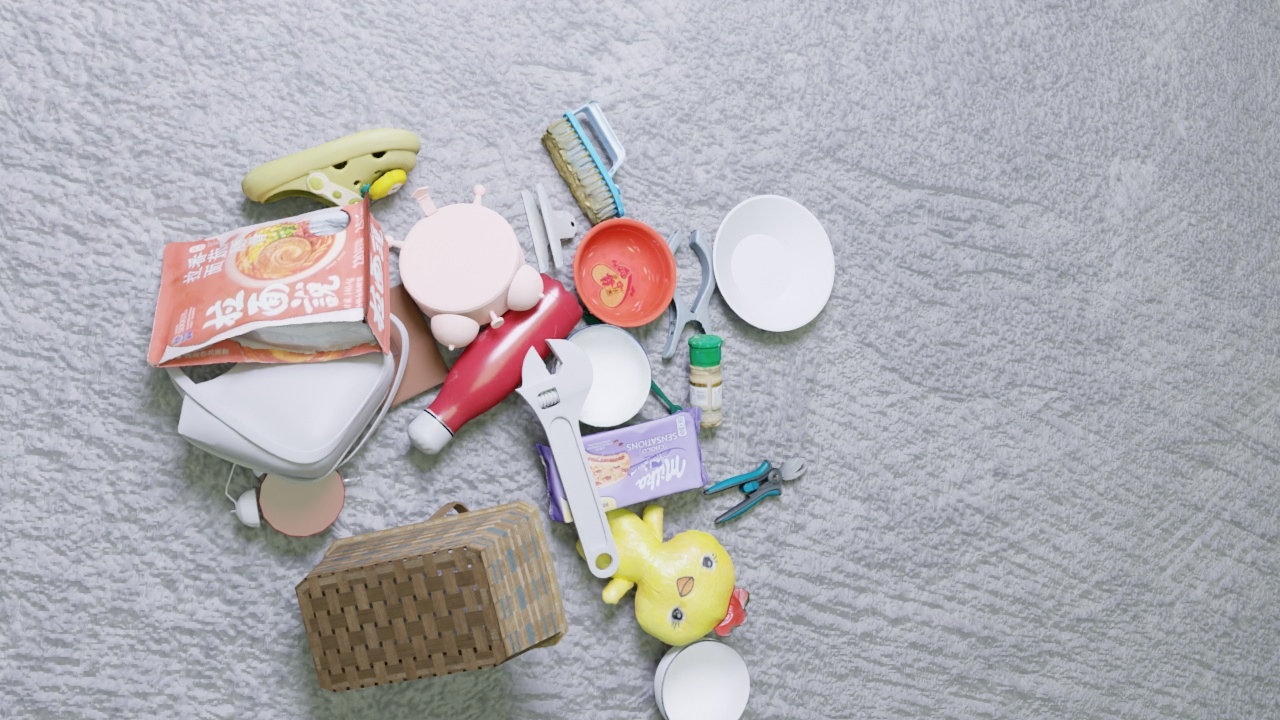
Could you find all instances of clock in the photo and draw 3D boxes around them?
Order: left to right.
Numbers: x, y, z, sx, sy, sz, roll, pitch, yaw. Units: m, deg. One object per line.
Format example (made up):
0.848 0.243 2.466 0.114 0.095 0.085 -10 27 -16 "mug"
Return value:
-0.361 0.136 0.950 0.124 0.044 0.087 19 79 -19 "clock"
-0.193 -0.105 0.992 0.131 0.086 0.160 -30 78 -7 "clock"

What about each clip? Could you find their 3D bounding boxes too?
-0.107 -0.157 1.085 0.057 0.054 0.102 -13 91 13 "clip"
0.045 -0.081 1.134 0.106 0.028 0.163 -5 87 -20 "clip"

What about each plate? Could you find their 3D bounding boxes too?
0.164 -0.122 1.176 0.173 0.036 0.174 2 85 -21 "plate"

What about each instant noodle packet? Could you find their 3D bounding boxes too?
-0.369 -0.072 0.916 0.221 0.084 0.164 -9 56 -4 "instant noodle packet"

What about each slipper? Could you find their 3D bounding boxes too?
-0.319 -0.190 0.972 0.190 0.092 0.081 -21 95 -18 "slipper"

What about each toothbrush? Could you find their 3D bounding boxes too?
-0.007 0.006 1.113 0.016 0.017 0.190 -42 99 -1 "toothbrush"

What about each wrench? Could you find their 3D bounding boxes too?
-0.066 0.109 1.017 0.086 0.018 0.273 -20 98 -16 "wrench"

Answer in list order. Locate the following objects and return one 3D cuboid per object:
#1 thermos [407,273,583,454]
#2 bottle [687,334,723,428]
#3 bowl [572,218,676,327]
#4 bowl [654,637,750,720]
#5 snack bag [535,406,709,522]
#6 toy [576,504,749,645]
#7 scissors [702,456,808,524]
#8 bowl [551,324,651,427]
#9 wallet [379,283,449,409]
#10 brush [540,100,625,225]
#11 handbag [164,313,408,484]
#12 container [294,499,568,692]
-0.165 0.007 1.021 0.073 0.073 0.239 46 72 -12 "thermos"
0.080 0.025 1.114 0.043 0.043 0.111 -9 108 -21 "bottle"
-0.024 -0.102 1.098 0.130 0.045 0.130 2 85 -21 "bowl"
0.066 0.381 1.083 0.113 0.063 0.113 2 85 -20 "bowl"
-0.017 0.120 1.074 0.205 0.058 0.096 -11 92 -20 "snack bag"
0.026 0.248 1.070 0.207 0.092 0.133 35 72 -4 "toy"
0.143 0.155 1.155 0.149 0.019 0.131 26 78 -16 "scissors"
-0.052 0.020 1.068 0.118 0.062 0.118 2 84 -21 "bowl"
-0.273 -0.016 1.013 0.087 0.013 0.121 -27 94 -21 "wallet"
-0.053 -0.232 1.093 0.075 0.055 0.136 -33 98 -15 "brush"
-0.374 0.007 0.935 0.222 0.096 0.215 27 55 1 "handbag"
-0.202 0.235 0.943 0.250 0.186 0.157 -14 91 16 "container"
